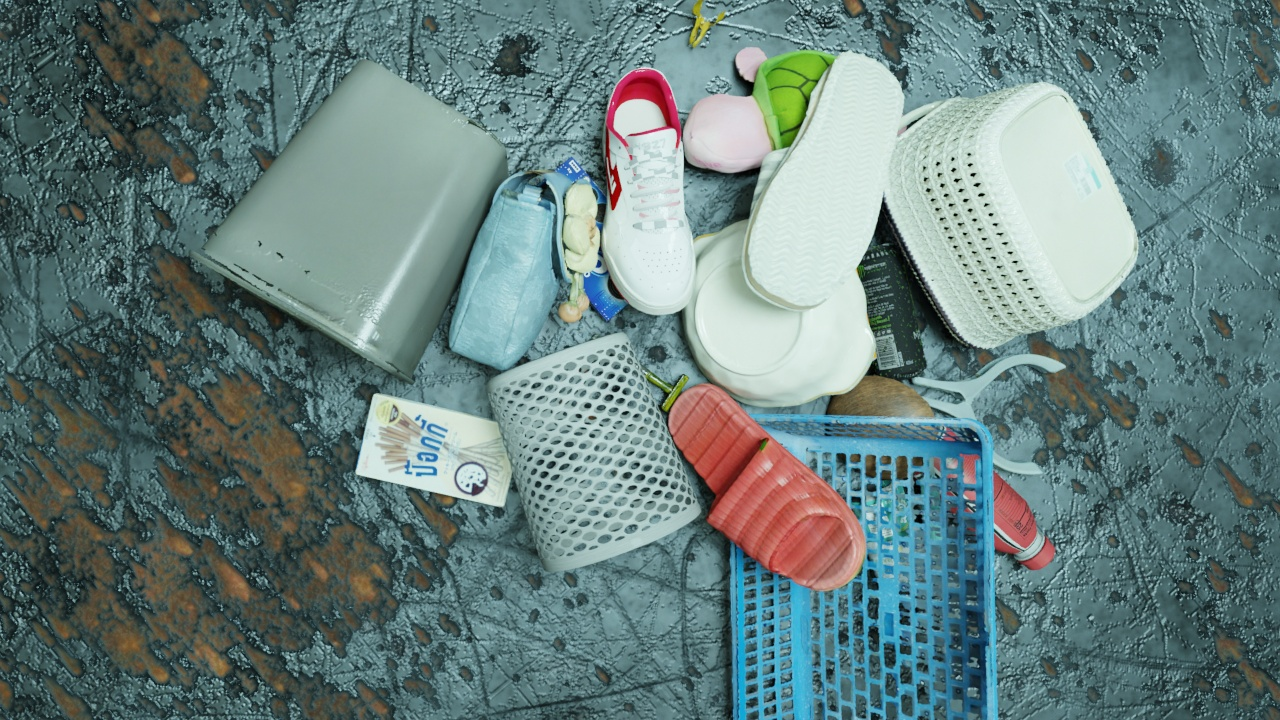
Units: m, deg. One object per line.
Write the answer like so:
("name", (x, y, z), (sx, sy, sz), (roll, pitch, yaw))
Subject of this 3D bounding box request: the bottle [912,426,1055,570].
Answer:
("bottle", (0.348, 0.144, 0.934), (0.176, 0.062, 0.062), (43, 87, -3))

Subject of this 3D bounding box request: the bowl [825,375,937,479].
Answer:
("bowl", (0.234, 0.068, 0.911), (0.114, 0.026, 0.102), (22, 106, 30))

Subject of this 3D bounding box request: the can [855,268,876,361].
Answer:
("can", (0.181, -0.057, 0.913), (0.079, 0.079, 0.142), (-13, 91, -5))

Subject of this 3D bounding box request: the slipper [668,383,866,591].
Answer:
("slipper", (0.100, 0.117, 0.854), (0.249, 0.059, 0.104), (46, 117, 32))

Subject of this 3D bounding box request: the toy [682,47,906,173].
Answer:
("toy", (0.150, -0.237, 0.907), (0.238, 0.088, 0.190), (-11, 82, -16))

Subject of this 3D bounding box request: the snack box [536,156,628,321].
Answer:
("snack box", (-0.052, -0.121, 0.921), (0.082, 0.027, 0.150), (-42, 92, -4))

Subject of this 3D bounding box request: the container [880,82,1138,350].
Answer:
("container", (0.352, -0.140, 0.877), (0.184, 0.143, 0.251), (-37, 103, -25))

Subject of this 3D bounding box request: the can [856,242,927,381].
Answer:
("can", (0.251, -0.047, 0.931), (0.054, 0.054, 0.137), (-13, 91, -5))

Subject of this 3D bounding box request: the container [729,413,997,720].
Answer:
("container", (0.214, 0.230, 0.856), (0.258, 0.089, 0.362), (-1, 90, 40))

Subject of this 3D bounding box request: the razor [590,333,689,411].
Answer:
("razor", (-0.006, 0.005, 0.929), (0.106, 0.026, 0.042), (34, 89, 0))

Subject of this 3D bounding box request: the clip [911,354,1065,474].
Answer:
("clip", (0.364, 0.075, 0.953), (0.172, 0.031, 0.164), (-9, 89, -4))

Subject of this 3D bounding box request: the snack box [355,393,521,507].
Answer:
("snack box", (-0.198, 0.089, 0.910), (0.150, 0.026, 0.082), (14, 89, -4))

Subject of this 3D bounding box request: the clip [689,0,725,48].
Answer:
("clip", (0.065, -0.341, 0.925), (0.048, 0.054, 0.046), (-9, 112, 16))

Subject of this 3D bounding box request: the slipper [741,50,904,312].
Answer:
("slipper", (0.167, -0.163, 0.831), (0.114, 0.054, 0.272), (27, 71, -3))

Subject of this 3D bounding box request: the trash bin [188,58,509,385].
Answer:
("trash bin", (-0.241, -0.123, 0.833), (0.197, 0.197, 0.220), (30, 81, -2))

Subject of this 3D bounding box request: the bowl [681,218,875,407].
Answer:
("bowl", (0.113, -0.044, 0.871), (0.219, 0.060, 0.189), (34, 111, 21))

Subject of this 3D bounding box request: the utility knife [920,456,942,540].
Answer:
("utility knife", (0.289, 0.138, 0.913), (0.022, 0.015, 0.147), (5, 132, 28))

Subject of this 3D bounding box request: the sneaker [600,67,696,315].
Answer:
("sneaker", (0.008, -0.166, 0.855), (0.090, 0.104, 0.236), (-2, 70, -4))

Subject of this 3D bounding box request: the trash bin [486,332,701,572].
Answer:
("trash bin", (-0.048, 0.081, 0.859), (0.156, 0.156, 0.183), (-20, 89, -4))

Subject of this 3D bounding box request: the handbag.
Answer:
("handbag", (-0.099, -0.083, 0.850), (0.118, 0.121, 0.192), (21, 102, -1))

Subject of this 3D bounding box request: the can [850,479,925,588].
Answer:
("can", (0.253, 0.176, 0.930), (0.055, 0.055, 0.101), (-20, 91, -4))
